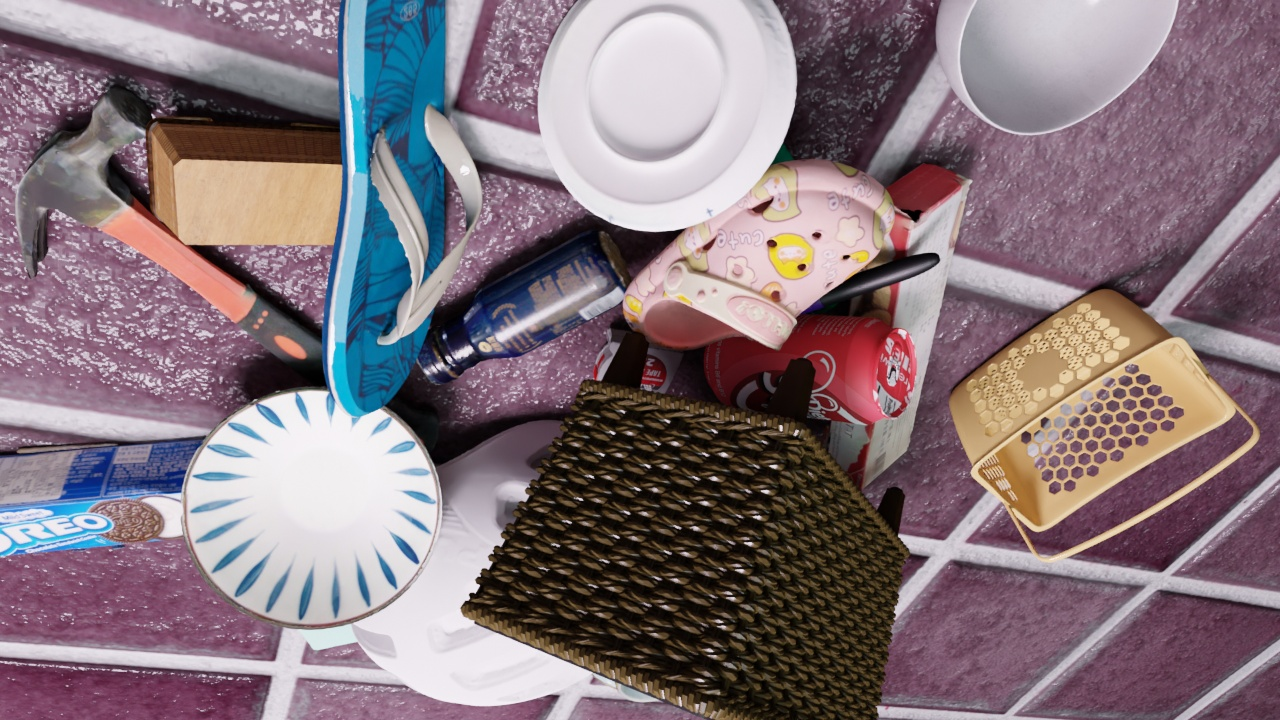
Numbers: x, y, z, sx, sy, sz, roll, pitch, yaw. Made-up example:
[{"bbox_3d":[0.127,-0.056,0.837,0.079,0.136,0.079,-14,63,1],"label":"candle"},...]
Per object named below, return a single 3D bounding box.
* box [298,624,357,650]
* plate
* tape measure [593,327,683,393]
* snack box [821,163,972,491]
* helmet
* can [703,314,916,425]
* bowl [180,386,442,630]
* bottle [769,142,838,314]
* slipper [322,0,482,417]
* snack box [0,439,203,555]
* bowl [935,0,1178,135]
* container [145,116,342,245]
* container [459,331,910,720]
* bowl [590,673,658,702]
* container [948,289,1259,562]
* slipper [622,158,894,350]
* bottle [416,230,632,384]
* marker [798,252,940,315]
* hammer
[{"bbox_3d":[-0.239,0.216,0.852,0.186,0.033,0.136,-13,126,1],"label":"box"},{"bbox_3d":[0.009,-0.152,0.518,0.157,0.157,0.014,-38,168,20],"label":"plate"},{"bbox_3d":[-0.004,0.004,0.718,0.060,0.020,0.062,9,129,-18],"label":"tape measure"},{"bbox_3d":[0.190,-0.014,0.708,0.076,0.044,0.273,-34,140,-31],"label":"snack box"},{"bbox_3d":[-0.125,0.184,0.772,0.283,0.183,0.224,-17,122,22],"label":"helmet"},{"bbox_3d":[0.120,0.004,0.666,0.143,0.074,0.074,6,145,40],"label":"can"},{"bbox_3d":[-0.237,0.102,0.681,0.177,0.071,0.177,-1,97,-11],"label":"bowl"},{"bbox_3d":[0.081,-0.103,0.610,0.068,0.068,0.209,-31,136,15],"label":"bottle"},{"bbox_3d":[-0.134,-0.093,0.549,0.060,0.118,0.296,18,122,10],"label":"slipper"},{"bbox_3d":[-0.410,0.104,0.701,0.226,0.059,0.059,-4,134,-8],"label":"snack box"},{"bbox_3d":[0.241,-0.211,0.552,0.131,0.064,0.132,-5,131,-6],"label":"bowl"},{"bbox_3d":[-0.223,-0.101,0.536,0.113,0.061,0.063,-4,119,-28],"label":"container"},{"bbox_3d":[0.067,0.135,0.641,0.177,0.204,0.321,10,161,33],"label":"container"},{"bbox_3d":[0.005,0.275,0.903,0.160,0.093,0.160,-6,130,-7],"label":"bowl"},{"bbox_3d":[0.363,0.056,0.737,0.184,0.166,0.129,-39,126,22],"label":"container"},{"bbox_3d":[0.063,-0.045,0.564,0.093,0.081,0.198,29,138,-32],"label":"slipper"},{"bbox_3d":[-0.084,-0.034,0.646,0.161,0.056,0.056,-27,130,12],"label":"bottle"},{"bbox_3d":[0.137,-0.048,0.626,0.134,0.015,0.018,-18,176,25],"label":"marker"},{"bbox_3d":[-0.261,-0.026,0.638,0.133,0.033,0.333,-33,129,15],"label":"hammer"}]
